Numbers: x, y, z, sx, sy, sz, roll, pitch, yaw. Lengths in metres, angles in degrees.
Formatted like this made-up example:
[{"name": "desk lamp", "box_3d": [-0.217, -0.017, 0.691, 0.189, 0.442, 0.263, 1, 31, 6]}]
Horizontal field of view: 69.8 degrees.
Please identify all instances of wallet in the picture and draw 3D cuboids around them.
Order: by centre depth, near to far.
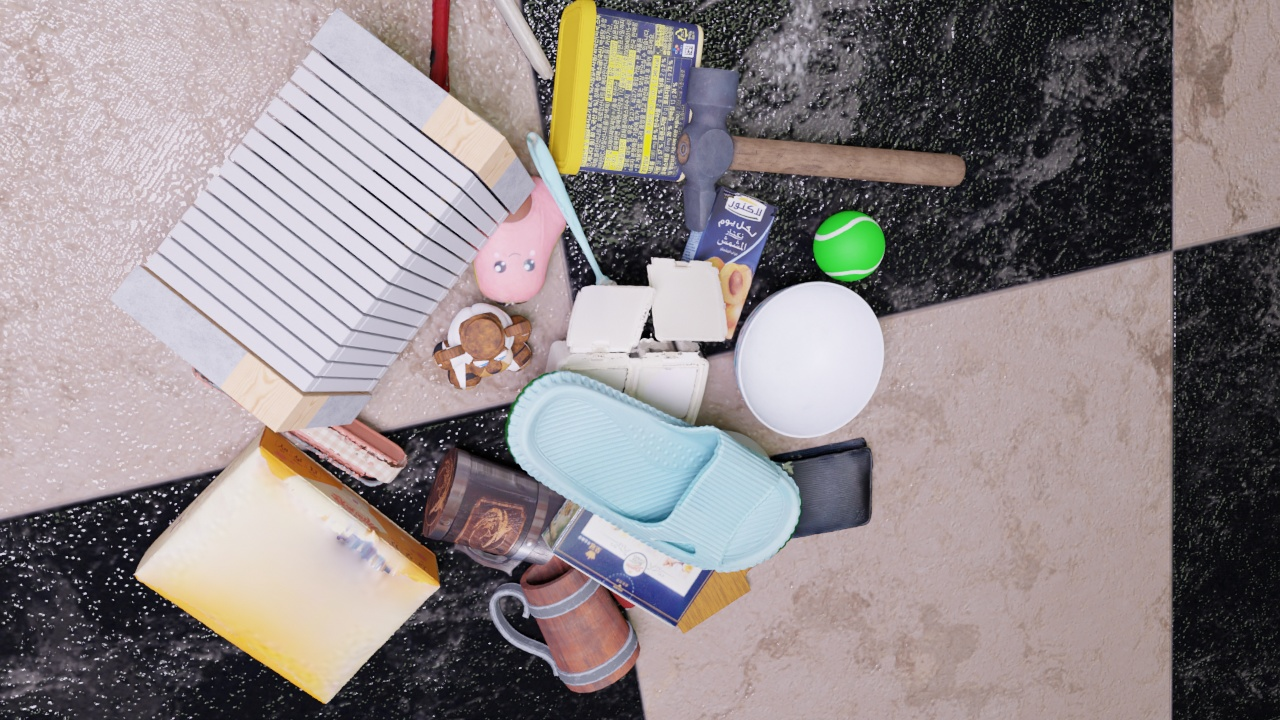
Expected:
[{"name": "wallet", "box_3d": [0.185, 0.133, 0.931, 0.115, 0.026, 0.089, -9, 106, -14]}]

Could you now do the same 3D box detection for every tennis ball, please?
[{"name": "tennis ball", "box_3d": [0.195, -0.107, 0.857, 0.065, 0.065, 0.065, -4, 103, -16]}]

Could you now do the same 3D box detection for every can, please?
[{"name": "can", "box_3d": [-0.013, -0.220, 0.767, 0.104, 0.075, 0.135, 3, 102, -20]}]

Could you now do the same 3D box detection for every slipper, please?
[{"name": "slipper", "box_3d": [0.020, 0.097, 0.735, 0.276, 0.069, 0.116, 29, 91, -20]}]

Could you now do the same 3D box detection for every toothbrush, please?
[{"name": "toothbrush", "box_3d": [-0.055, -0.116, 0.772, 0.016, 0.016, 0.181, -44, 134, -18]}]

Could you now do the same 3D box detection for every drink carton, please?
[{"name": "drink carton", "box_3d": [0.072, -0.092, 0.838, 0.064, 0.040, 0.130, 17, 97, -20]}]

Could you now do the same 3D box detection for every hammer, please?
[{"name": "hammer", "box_3d": [0.172, -0.176, 0.816, 0.321, 0.040, 0.129, -3, 109, -30]}]

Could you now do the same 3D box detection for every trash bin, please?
[{"name": "trash bin", "box_3d": [-0.217, -0.091, 0.675, 0.142, 0.142, 0.247, 38, 90, 3]}]

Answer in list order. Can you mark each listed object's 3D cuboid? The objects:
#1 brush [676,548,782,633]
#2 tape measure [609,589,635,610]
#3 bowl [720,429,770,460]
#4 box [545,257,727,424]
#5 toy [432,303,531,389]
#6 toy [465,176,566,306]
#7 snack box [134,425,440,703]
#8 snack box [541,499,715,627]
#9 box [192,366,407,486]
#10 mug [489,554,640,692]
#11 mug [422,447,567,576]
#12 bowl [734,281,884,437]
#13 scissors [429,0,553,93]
[{"name": "brush", "box_3d": [0.084, 0.223, 0.926, 0.126, 0.017, 0.048, -31, 109, -8]}, {"name": "tape measure", "box_3d": [-0.010, 0.208, 0.895, 0.051, 0.019, 0.059, -36, 117, -8]}, {"name": "bowl", "box_3d": [0.065, 0.140, 0.872, 0.149, 0.043, 0.150, -7, 118, -14]}, {"name": "box", "box_3d": [-0.004, 0.005, 0.791, 0.143, 0.080, 0.181, -2, 127, -16]}, {"name": "toy", "box_3d": [-0.130, -0.013, 0.763, 0.087, 0.113, 0.067, -21, 96, -10]}, {"name": "toy", "box_3d": [-0.107, -0.101, 0.777, 0.090, 0.051, 0.110, -3, 99, -19]}, {"name": "snack box", "box_3d": [-0.289, 0.175, 0.772, 0.145, 0.080, 0.195, -46, 110, -1]}, {"name": "snack box", "box_3d": [0.013, 0.135, 0.798, 0.144, 0.042, 0.145, 37, 87, -22]}, {"name": "box", "box_3d": [-0.283, 0.048, 0.761, 0.187, 0.056, 0.067, 37, 122, -19]}, {"name": "mug", "box_3d": [-0.075, 0.245, 0.861, 0.117, 0.081, 0.111, -21, 105, 14]}, {"name": "mug", "box_3d": [-0.135, 0.144, 0.821, 0.107, 0.079, 0.116, 21, 124, -21]}, {"name": "bowl", "box_3d": [0.145, -0.007, 0.861, 0.143, 0.074, 0.144, -4, 103, -16]}, {"name": "scissors", "box_3d": [-0.132, -0.294, 0.729, 0.179, 0.015, 0.198, 26, 73, -38]}]
